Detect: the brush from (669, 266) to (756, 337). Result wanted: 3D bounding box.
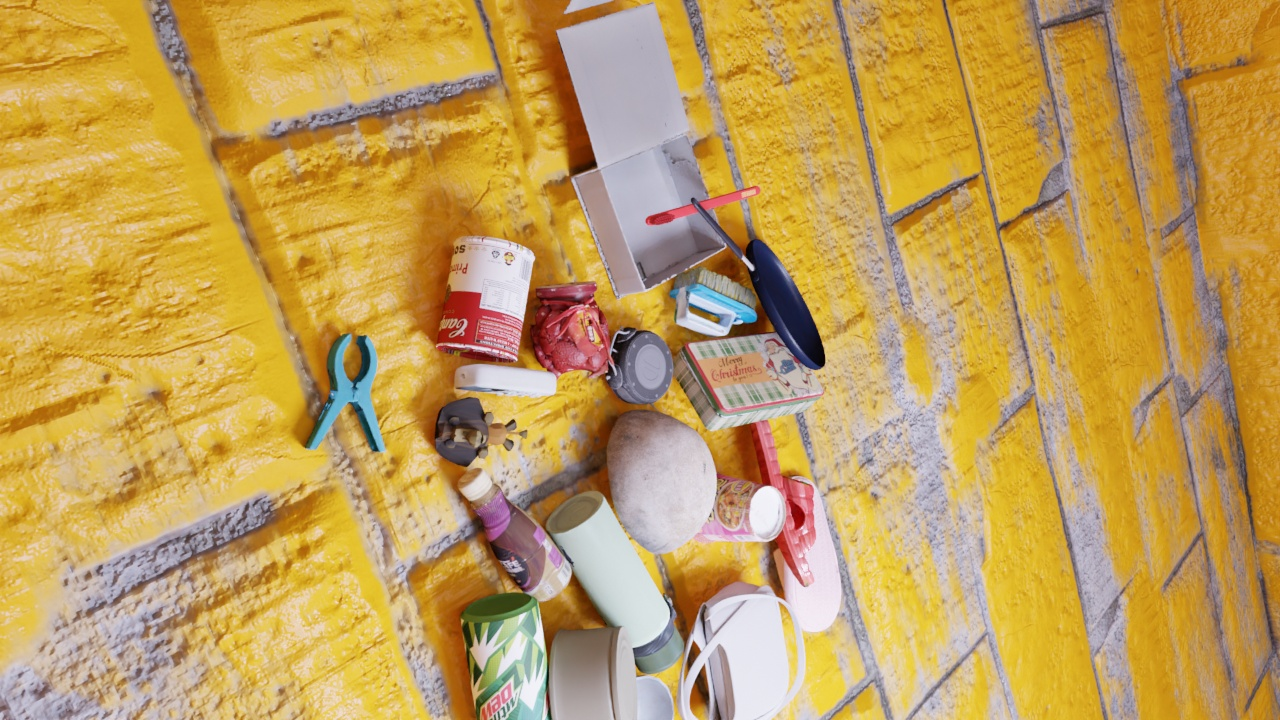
[{"bbox_3d":[0.103,-0.068,1.216,0.135,0.055,0.075,19,71,-38],"label":"brush"}]

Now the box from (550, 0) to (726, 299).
[{"bbox_3d":[-0.004,-0.273,1.109,0.165,0.099,0.369,-32,115,-37],"label":"box"}]

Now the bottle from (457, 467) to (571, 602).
[{"bbox_3d":[-0.140,0.187,0.998,0.059,0.060,0.166,-46,116,-32],"label":"bottle"}]

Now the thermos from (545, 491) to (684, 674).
[{"bbox_3d":[-0.021,0.265,1.082,0.082,0.082,0.231,-41,113,-33],"label":"thermos"}]

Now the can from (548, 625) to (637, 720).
[{"bbox_3d":[-0.050,0.360,1.013,0.127,0.073,0.128,-6,89,-83],"label":"can"}]

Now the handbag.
[{"bbox_3d":[0.117,0.400,1.155,0.222,0.096,0.216,-16,98,-55],"label":"handbag"}]

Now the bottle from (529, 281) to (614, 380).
[{"bbox_3d":[-0.076,-0.032,1.038,0.098,0.099,0.111,-12,101,-40],"label":"bottle"}]

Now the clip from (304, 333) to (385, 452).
[{"bbox_3d":[-0.279,0.034,0.912,0.102,0.027,0.119,5,85,-42],"label":"clip"}]

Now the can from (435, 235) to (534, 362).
[{"bbox_3d":[-0.164,-0.063,0.973,0.086,0.087,0.116,16,78,-38],"label":"can"}]

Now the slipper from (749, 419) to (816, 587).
[{"bbox_3d":[0.201,0.178,1.235,0.059,0.103,0.248,-14,77,-2],"label":"slipper"}]

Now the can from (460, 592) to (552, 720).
[{"bbox_3d":[-0.140,0.328,0.976,0.082,0.083,0.144,-12,96,-40],"label":"can"}]

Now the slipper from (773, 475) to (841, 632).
[{"bbox_3d":[0.230,0.274,1.307,0.106,0.056,0.221,4,75,-39],"label":"slipper"}]

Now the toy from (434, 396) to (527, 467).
[{"bbox_3d":[-0.168,0.077,0.975,0.100,0.062,0.076,7,102,-22],"label":"toy"}]

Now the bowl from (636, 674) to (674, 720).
[{"bbox_3d":[-0.011,0.431,1.107,0.106,0.039,0.106,2,86,-40],"label":"bowl"}]

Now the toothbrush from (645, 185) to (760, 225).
[{"bbox_3d":[0.085,-0.192,1.136,0.211,0.018,0.012,-23,116,-41],"label":"toothbrush"}]

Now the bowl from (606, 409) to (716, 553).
[{"bbox_3d":[0.041,0.140,1.104,0.178,0.081,0.178,29,54,-49],"label":"bowl"}]

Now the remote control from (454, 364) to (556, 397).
[{"bbox_3d":[-0.145,0.023,1.001,0.114,0.060,0.028,8,80,-43],"label":"remote control"}]

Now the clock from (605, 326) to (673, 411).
[{"bbox_3d":[-0.007,0.007,1.126,0.122,0.044,0.091,32,65,-40],"label":"clock"}]

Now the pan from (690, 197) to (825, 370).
[{"bbox_3d":[0.154,-0.109,1.200,0.356,0.021,0.198,39,31,-46],"label":"pan"}]

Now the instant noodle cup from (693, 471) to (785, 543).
[{"bbox_3d":[0.126,0.194,1.188,0.097,0.109,0.097,2,87,-40],"label":"instant noodle cup"}]

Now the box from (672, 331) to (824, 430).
[{"bbox_3d":[0.145,0.023,1.217,0.205,0.051,0.117,-7,55,-38],"label":"box"}]
